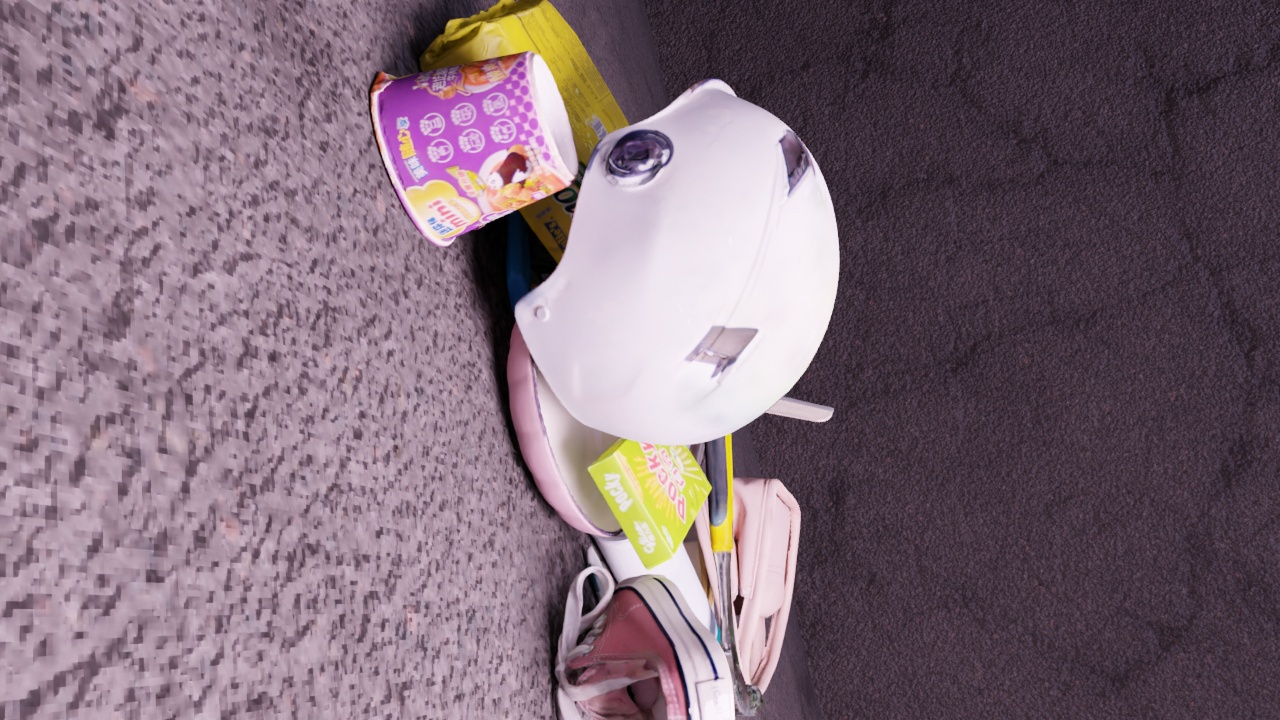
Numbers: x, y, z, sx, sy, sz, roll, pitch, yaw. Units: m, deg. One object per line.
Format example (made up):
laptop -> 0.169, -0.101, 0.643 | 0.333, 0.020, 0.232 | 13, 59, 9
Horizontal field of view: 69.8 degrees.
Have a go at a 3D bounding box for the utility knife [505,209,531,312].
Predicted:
utility knife -> -0.101, -0.107, 0.748 | 0.034, 0.018, 0.165 | 84, -1, -49

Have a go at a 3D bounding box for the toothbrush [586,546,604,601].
toothbrush -> -0.010, 0.235, 0.734 | 0.016, 0.018, 0.191 | -63, 137, -75

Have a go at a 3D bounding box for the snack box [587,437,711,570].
snack box -> 0.011, 0.091, 0.704 | 0.086, 0.026, 0.156 | 59, 17, -1

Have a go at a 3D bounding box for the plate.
plate -> -0.054, 0.039, 0.685 | 0.192, 0.039, 0.192 | -14, 90, -74

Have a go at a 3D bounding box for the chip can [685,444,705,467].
chip can -> 0.050, 0.070, 1.188 | 0.214, 0.071, 0.071 | -80, 153, -67

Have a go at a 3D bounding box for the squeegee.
squeegee -> 0.046, 0.127, 0.912 | 0.039, 0.246, 0.246 | 74, 31, -71

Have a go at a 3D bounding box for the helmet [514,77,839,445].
helmet -> 0.055, -0.052, 0.626 | 0.146, 0.258, 0.229 | 29, -12, 28

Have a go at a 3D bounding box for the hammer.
hammer -> 0.075, 0.154, 0.839 | 0.126, 0.032, 0.322 | 48, 38, -62

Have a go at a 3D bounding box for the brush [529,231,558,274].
brush -> -0.057, -0.108, 0.811 | 0.143, 0.073, 0.055 | -83, -166, -63

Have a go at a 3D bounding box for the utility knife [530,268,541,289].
utility knife -> -0.074, -0.001, 0.742 | 0.031, 0.018, 0.151 | 30, 43, -71

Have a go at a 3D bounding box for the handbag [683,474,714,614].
handbag -> 0.070, 0.240, 1.088 | 0.163, 0.063, 0.179 | -75, 152, -69

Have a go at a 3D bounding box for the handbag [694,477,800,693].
handbag -> 0.119, 0.249, 0.990 | 0.193, 0.093, 0.234 | 40, 48, -65

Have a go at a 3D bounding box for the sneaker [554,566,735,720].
sneaker -> -0.012, 0.194, 0.592 | 0.241, 0.087, 0.118 | 164, -76, -78

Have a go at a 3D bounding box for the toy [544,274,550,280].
toy -> -0.005, 0.005, 0.851 | 0.194, 0.074, 0.178 | 44, -3, 22

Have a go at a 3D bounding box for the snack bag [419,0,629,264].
snack bag -> -0.058, -0.172, 0.720 | 0.246, 0.068, 0.157 | 56, 27, -17

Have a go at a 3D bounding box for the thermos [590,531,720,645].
thermos -> 0.019, 0.205, 0.809 | 0.073, 0.073, 0.224 | -93, 164, -52

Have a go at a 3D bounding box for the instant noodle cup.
instant noodle cup -> -0.097, -0.137, 0.573 | 0.111, 0.099, 0.111 | -13, 89, -79
